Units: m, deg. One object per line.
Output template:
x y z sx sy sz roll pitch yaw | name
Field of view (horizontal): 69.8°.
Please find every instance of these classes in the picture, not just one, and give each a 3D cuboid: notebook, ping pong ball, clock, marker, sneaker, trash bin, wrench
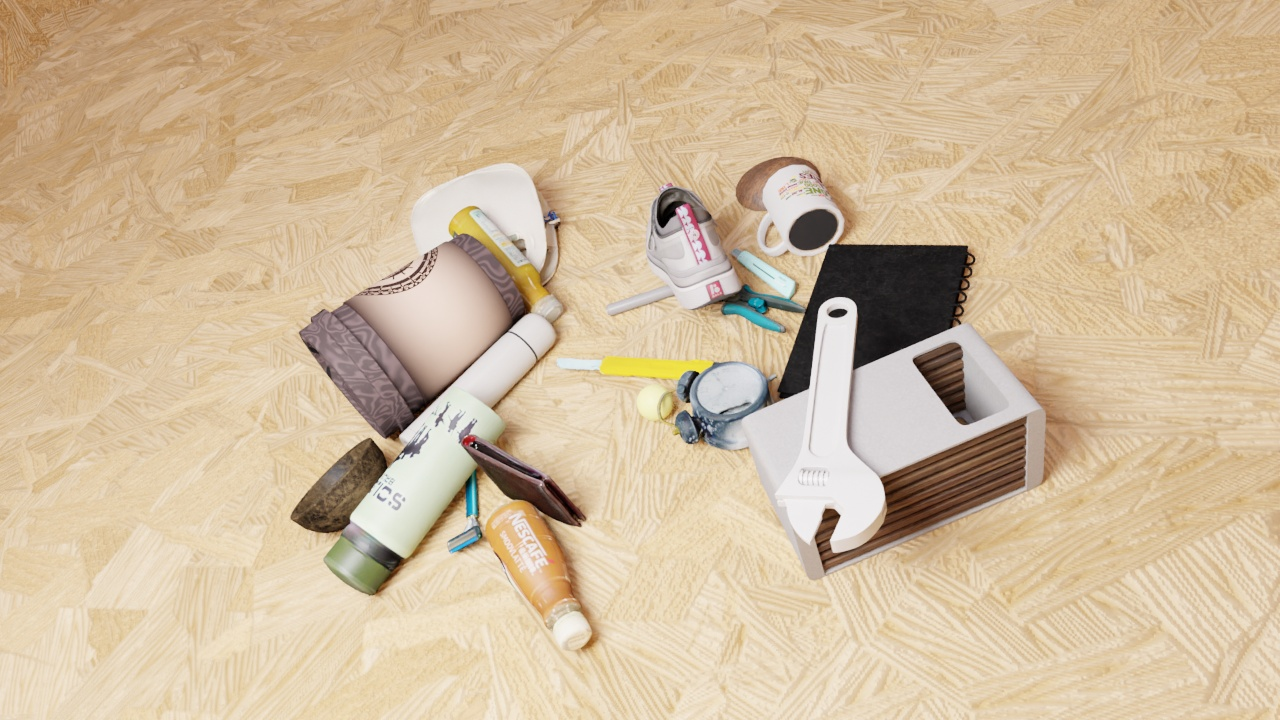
0.262 -0.044 1.004 0.169 0.019 0.230 4 51 28 | notebook
0.016 0.046 1.005 0.040 0.040 0.040 -12 46 12 | ping pong ball
0.082 0.047 0.965 0.129 0.052 0.090 -7 47 12 | clock
0.025 -0.083 1.140 0.140 0.016 0.016 -18 45 6 | marker
0.046 -0.165 1.114 0.097 0.129 0.262 -20 27 1 | sneaker
0.227 0.082 0.831 0.229 0.114 0.114 -23 44 1 | trash bin
0.174 0.043 0.795 0.087 0.018 0.272 -1 47 21 | wrench

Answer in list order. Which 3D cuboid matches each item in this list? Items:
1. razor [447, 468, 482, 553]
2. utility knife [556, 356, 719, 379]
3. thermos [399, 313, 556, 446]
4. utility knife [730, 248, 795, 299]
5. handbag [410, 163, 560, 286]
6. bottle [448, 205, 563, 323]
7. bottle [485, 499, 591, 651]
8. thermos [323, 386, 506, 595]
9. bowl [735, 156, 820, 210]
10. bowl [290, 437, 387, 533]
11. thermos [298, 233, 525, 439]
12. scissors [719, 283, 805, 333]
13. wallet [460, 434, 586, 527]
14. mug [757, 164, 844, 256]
-0.187 0.149 1.008 0.042 0.022 0.143 -29 38 16 | razor
-0.006 0.006 1.067 0.207 0.018 0.030 5 45 20 | utility knife
-0.188 0.030 1.095 0.052 0.052 0.223 25 62 37 | thermos
0.149 -0.109 1.115 0.022 0.015 0.119 -57 44 11 | utility knife
-0.205 -0.157 1.267 0.201 0.093 0.199 -19 65 5 | handbag
-0.172 -0.120 1.183 0.053 0.053 0.186 -39 74 -15 | bottle
-0.096 0.208 0.886 0.059 0.059 0.167 -32 46 -9 | bottle
-0.243 0.141 0.987 0.082 0.082 0.231 22 69 36 | thermos
0.180 -0.243 1.218 0.114 0.026 0.101 -13 45 11 | bowl
-0.325 0.149 1.026 0.121 0.056 0.121 -38 17 14 | bowl
-0.267 -0.038 1.110 0.225 0.173 0.173 -40 47 -19 | thermos
0.132 -0.068 1.076 0.148 0.019 0.131 -17 39 16 | scissors
-0.119 0.124 0.947 0.120 0.099 0.031 21 66 36 | wallet
0.187 -0.174 1.126 0.105 0.073 0.089 -39 40 21 | mug
